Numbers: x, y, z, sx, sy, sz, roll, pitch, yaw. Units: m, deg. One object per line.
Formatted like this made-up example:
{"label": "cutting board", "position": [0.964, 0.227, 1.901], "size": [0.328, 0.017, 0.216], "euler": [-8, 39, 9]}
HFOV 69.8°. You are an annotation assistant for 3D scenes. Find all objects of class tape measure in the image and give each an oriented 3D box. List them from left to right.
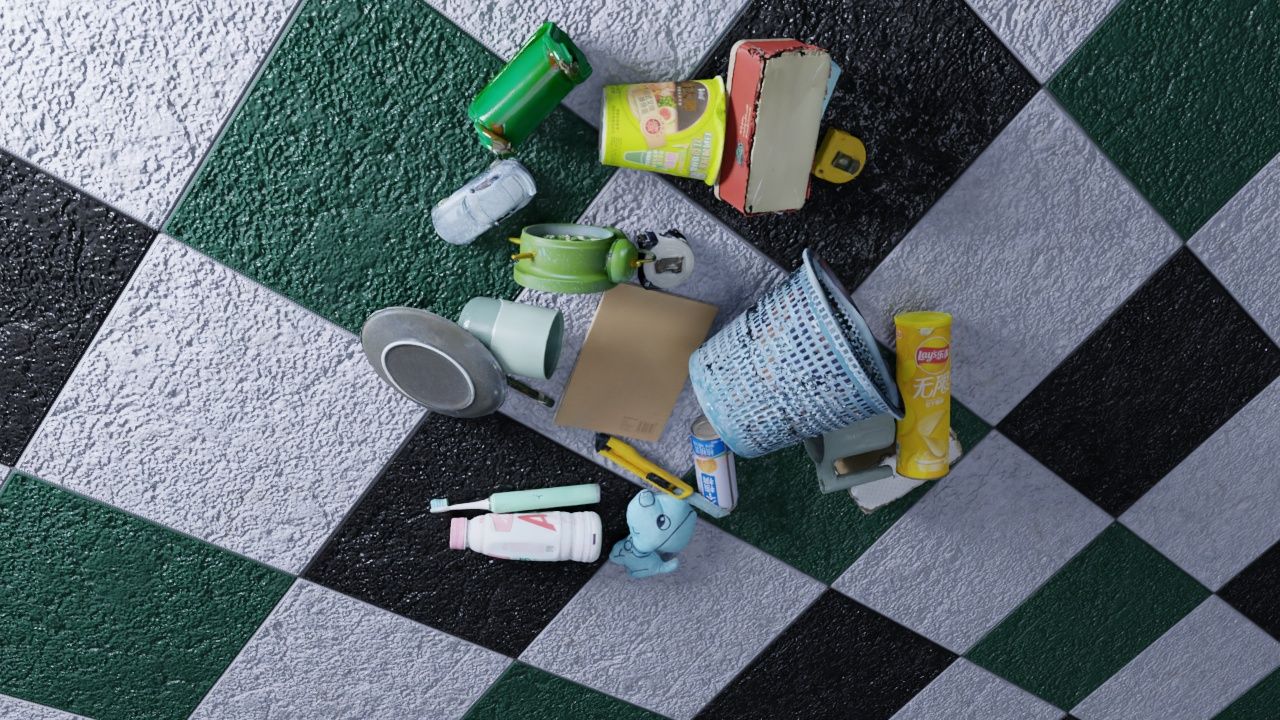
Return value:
{"label": "tape measure", "position": [0.029, -0.119, 1.072], "size": [0.066, 0.033, 0.066], "euler": [-9, 124, -8]}
{"label": "tape measure", "position": [0.231, -0.233, 1.056], "size": [0.057, 0.029, 0.060], "euler": [13, 117, -22]}

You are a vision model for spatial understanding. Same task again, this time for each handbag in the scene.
{"label": "handbag", "position": [-0.108, -0.260, 0.902], "size": [0.131, 0.120, 0.068], "euler": [-41, 116, 14]}

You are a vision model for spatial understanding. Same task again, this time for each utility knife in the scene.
{"label": "utility knife", "position": [0.029, 0.157, 1.219], "size": [0.215, 0.015, 0.033], "euler": [32, 119, -12]}

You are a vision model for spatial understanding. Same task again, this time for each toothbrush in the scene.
{"label": "toothbrush", "position": [-0.180, 0.015, 1.110], "size": [0.185, 0.017, 0.012], "euler": [31, 102, -28]}
{"label": "toothbrush", "position": [-0.163, 0.186, 1.213], "size": [0.224, 0.027, 0.026], "euler": [-4, 161, -12]}

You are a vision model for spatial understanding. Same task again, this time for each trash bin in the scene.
{"label": "trash bin", "position": [0.175, 0.010, 1.098], "size": [0.195, 0.226, 0.226], "euler": [-30, 124, 20]}

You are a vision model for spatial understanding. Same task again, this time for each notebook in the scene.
{"label": "notebook", "position": [-0.007, 0.007, 1.153], "size": [0.149, 0.012, 0.212], "euler": [13, 117, -22]}

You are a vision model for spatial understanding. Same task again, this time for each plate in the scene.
{"label": "plate", "position": [-0.236, 0.012, 1.035], "size": [0.179, 0.024, 0.180], "euler": [12, 139, 10]}

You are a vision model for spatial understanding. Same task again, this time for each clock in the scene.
{"label": "clock", "position": [-0.063, -0.114, 1.006], "size": [0.161, 0.116, 0.056], "euler": [0, 110, -11]}

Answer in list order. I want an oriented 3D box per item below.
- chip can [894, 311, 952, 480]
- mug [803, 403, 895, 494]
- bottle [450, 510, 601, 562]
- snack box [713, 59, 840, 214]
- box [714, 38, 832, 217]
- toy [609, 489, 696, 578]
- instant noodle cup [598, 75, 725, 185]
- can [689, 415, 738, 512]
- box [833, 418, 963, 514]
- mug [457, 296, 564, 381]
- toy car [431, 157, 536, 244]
{"label": "chip can", "position": [0.369, 0.045, 1.198], "size": [0.072, 0.072, 0.213], "euler": [-7, 104, -10]}
{"label": "mug", "position": [0.281, 0.108, 1.231], "size": [0.103, 0.084, 0.124], "euler": [-12, 90, -10]}
{"label": "bottle", "position": [-0.153, 0.233, 1.222], "size": [0.197, 0.068, 0.068], "euler": [4, 119, -13]}
{"label": "snack box", "position": [0.147, -0.253, 1.009], "size": [0.074, 0.051, 0.175], "euler": [10, 118, -21]}
{"label": "box", "position": [0.139, -0.233, 0.931], "size": [0.091, 0.077, 0.169], "euler": [-11, 124, -25]}
{"label": "toy", "position": [0.022, 0.242, 1.280], "size": [0.156, 0.049, 0.161], "euler": [-33, 124, 12]}
{"label": "instant noodle cup", "position": [0.018, -0.242, 0.957], "size": [0.123, 0.111, 0.112], "euler": [1, 120, -7]}
{"label": "can", "position": [0.100, 0.142, 1.236], "size": [0.053, 0.053, 0.135], "euler": [-14, 123, -6]}
{"label": "box", "position": [0.369, 0.134, 1.297], "size": [0.184, 0.061, 0.090], "euler": [-33, 123, 4]}
{"label": "mug", "position": [-0.146, -0.024, 1.054], "size": [0.106, 0.112, 0.082], "euler": [10, 81, 8]}
{"label": "toy car", "position": [-0.169, -0.170, 0.991], "size": [0.121, 0.036, 0.054], "euler": [-32, 123, 9]}
